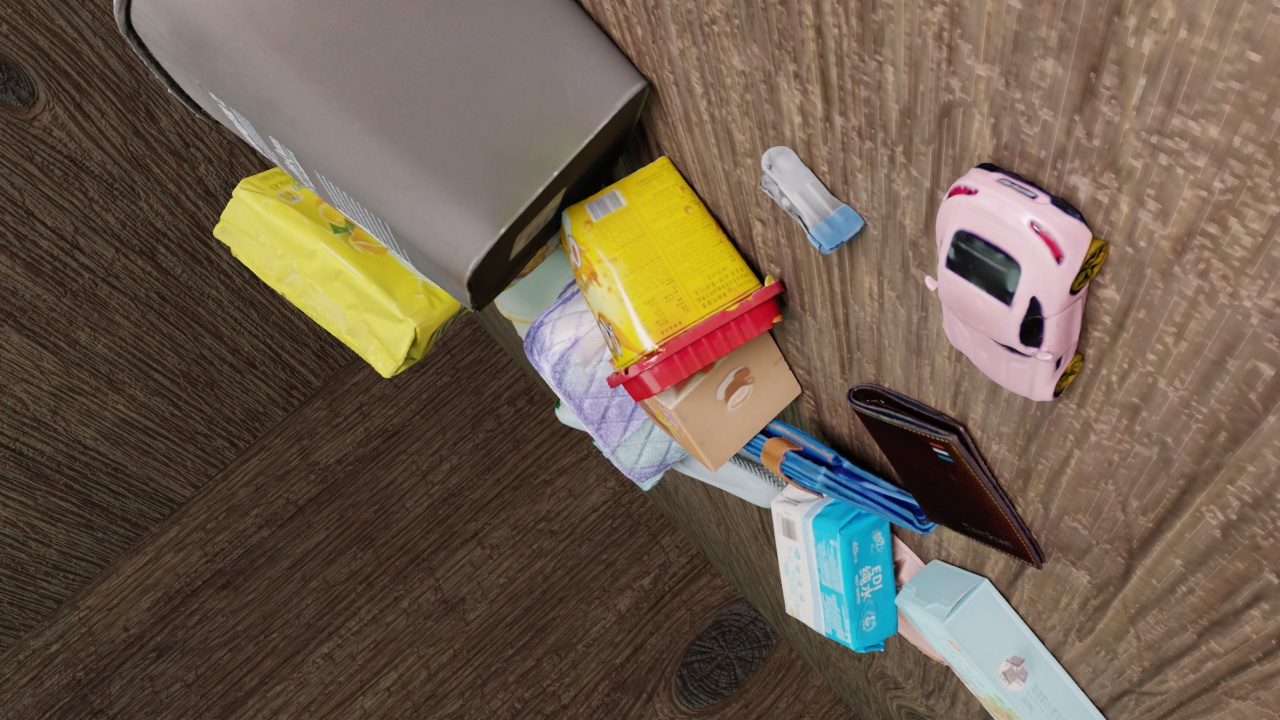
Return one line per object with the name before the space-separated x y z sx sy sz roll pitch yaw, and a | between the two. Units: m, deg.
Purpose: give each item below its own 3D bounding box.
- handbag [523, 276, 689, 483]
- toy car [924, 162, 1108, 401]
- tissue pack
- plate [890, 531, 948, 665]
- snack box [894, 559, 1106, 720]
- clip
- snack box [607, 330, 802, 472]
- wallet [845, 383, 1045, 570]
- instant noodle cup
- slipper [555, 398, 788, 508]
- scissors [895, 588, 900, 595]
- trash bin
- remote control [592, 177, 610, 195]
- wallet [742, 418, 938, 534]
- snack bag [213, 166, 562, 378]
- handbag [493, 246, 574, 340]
handbag | -0.005 0.004 0.773 0.075 0.134 0.194 45 171 46
toy car | 0.134 -0.022 0.338 0.056 0.037 0.122 44 171 35
tissue pack | 0.165 0.167 0.765 0.090 0.063 0.140 14 117 58
plate | 0.227 0.204 0.869 0.229 0.028 0.230 47 171 9
snack box | 0.274 0.232 0.689 0.175 0.051 0.074 49 172 -7
clip | 0.077 -0.074 0.426 0.057 0.024 0.029 50 168 17
snack box | 0.048 0.011 0.690 0.094 0.092 0.077 37 165 52
wallet | 0.182 0.069 0.550 0.122 0.020 0.096 50 171 -27
instant noodle cup | 0.011 -0.051 0.584 0.123 0.116 0.116 59 171 0
slipper | 0.030 0.091 0.912 0.245 0.074 0.103 24 -159 0
scissors | 0.195 0.185 0.813 0.105 0.017 0.136 57 164 -13
trash bin | -0.131 -0.160 0.537 0.220 0.198 0.199 43 171 -2
remote control | -0.042 -0.124 0.720 0.053 0.024 0.137 45 157 21
wallet | 0.139 0.083 0.668 0.106 0.040 0.133 25 179 -21
snack bag | -0.168 -0.090 0.670 0.158 0.245 0.068 37 125 4
handbag | -0.077 -0.078 0.847 0.164 0.063 0.179 10 143 36
